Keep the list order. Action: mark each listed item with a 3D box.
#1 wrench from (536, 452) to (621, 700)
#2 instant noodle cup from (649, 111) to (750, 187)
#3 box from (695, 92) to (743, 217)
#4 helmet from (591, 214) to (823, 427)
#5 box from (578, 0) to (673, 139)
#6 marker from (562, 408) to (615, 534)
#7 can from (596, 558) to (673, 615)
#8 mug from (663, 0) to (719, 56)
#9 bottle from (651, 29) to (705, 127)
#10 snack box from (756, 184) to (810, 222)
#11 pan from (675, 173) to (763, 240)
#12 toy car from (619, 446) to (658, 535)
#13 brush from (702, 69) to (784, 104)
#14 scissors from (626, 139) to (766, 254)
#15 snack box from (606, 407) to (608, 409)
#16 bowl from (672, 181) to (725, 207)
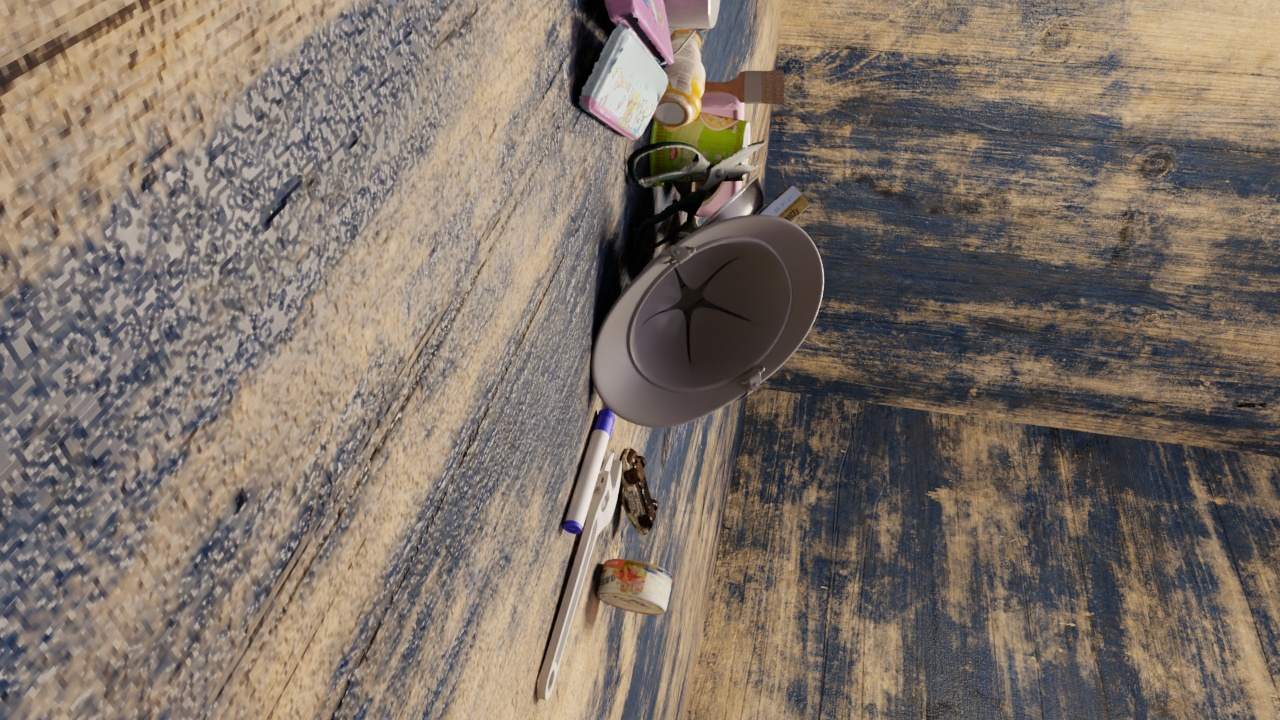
[{"bbox_3d":[-0.061,0.217,0.948,0.087,0.018,0.272,86,17,-54],"label":"wrench"},{"bbox_3d":[0.072,-0.252,1.085,0.099,0.108,0.099,7,89,-79],"label":"instant noodle cup"},{"bbox_3d":[0.102,-0.311,1.313,0.202,0.087,0.102,85,4,-49],"label":"box"},{"bbox_3d":[0.056,-0.052,0.978,0.183,0.271,0.118,57,-6,-23],"label":"helmet"},{"bbox_3d":[-0.008,-0.277,0.813,0.214,0.049,0.150,-31,131,-77],"label":"box"},{"bbox_3d":[-0.050,0.109,0.919,0.020,0.020,0.141,86,15,-48],"label":"marker"},{"bbox_3d":[-0.007,0.269,1.089,0.086,0.086,0.043,79,22,-61],"label":"can"},{"bbox_3d":[0.042,-0.369,0.942,0.084,0.070,0.113,-65,158,-60],"label":"mug"},{"bbox_3d":[0.041,-0.310,1.002,0.063,0.063,0.108,78,21,-62],"label":"bottle"},{"bbox_3d":[0.121,-0.137,1.106,0.100,0.031,0.186,-44,-177,-20],"label":"snack box"},{"bbox_3d":[0.073,-0.159,1.159,0.187,0.055,0.356,-42,-177,5],"label":"pan"},{"bbox_3d":[-0.008,0.165,1.156,0.048,0.041,0.113,-58,136,-67],"label":"toy car"},{"bbox_3d":[0.092,-0.311,1.048,0.008,0.143,0.045,77,14,-66],"label":"brush"},{"bbox_3d":[0.060,-0.212,0.999,0.209,0.015,0.147,-37,140,-14],"label":"scissors"},{"bbox_3d":[-0.006,0.006,1.052,0.140,0.032,0.051,-62,158,-63],"label":"snack box"},{"bbox_3d":[0.075,-0.269,1.212,0.121,0.056,0.121,-49,155,-33],"label":"bowl"}]
